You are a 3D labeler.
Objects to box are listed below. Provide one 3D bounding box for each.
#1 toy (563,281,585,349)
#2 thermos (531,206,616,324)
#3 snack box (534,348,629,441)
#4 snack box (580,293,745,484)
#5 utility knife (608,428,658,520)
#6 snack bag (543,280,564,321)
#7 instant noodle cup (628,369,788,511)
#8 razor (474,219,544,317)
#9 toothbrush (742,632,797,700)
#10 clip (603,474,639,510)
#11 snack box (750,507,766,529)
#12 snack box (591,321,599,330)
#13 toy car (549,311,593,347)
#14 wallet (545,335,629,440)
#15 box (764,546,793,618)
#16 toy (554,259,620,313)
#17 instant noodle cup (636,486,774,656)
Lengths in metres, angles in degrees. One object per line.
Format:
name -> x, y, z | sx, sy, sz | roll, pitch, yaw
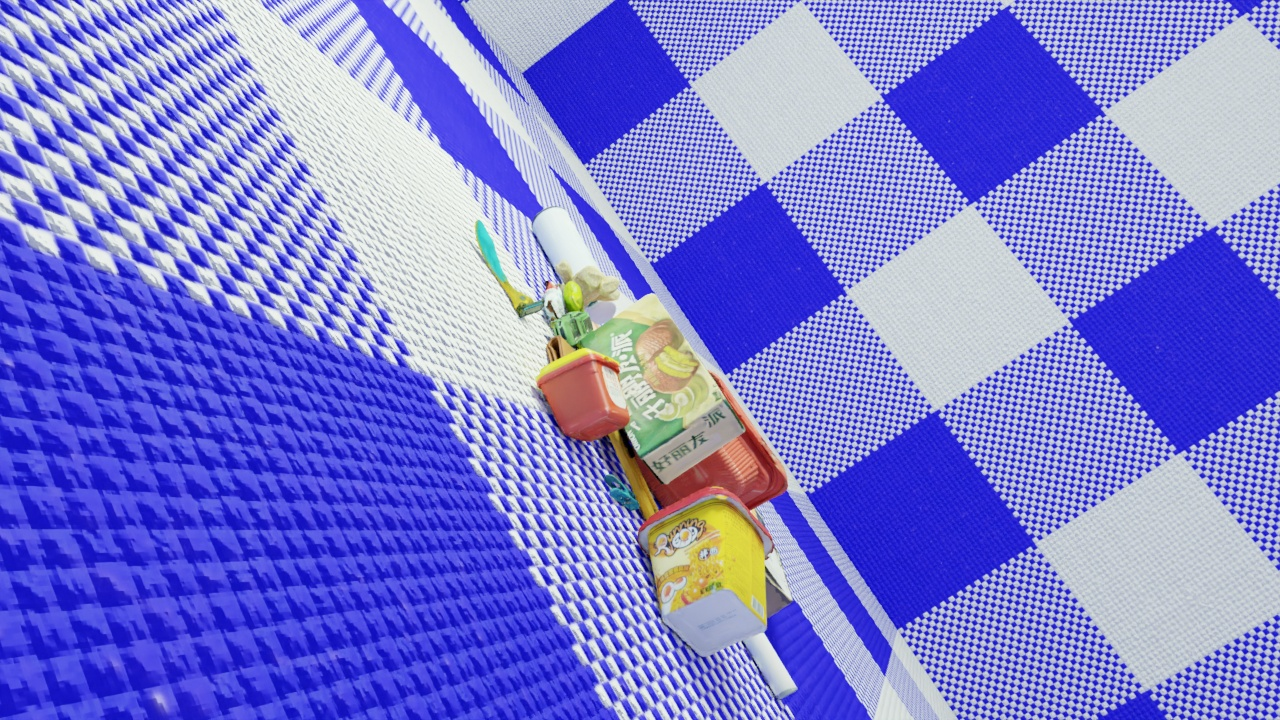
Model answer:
toy -> -0.085, -0.055, 1.267 | 0.097, 0.031, 0.100 | 81, -7, -72
thermos -> -0.105, -0.153, 1.495 | 0.224, 0.073, 0.073 | 60, 10, 32
snack box -> -0.055, 0.038, 0.968 | 0.080, 0.082, 0.091 | 68, 13, 17
snack box -> 0.020, 0.026, 1.078 | 0.063, 0.114, 0.240 | 54, 4, -40
utility knife -> -0.022, 0.093, 1.026 | 0.216, 0.015, 0.033 | 65, 14, 3
snack bag -> -0.117, -0.076, 1.247 | 0.104, 0.026, 0.048 | -105, 174, -65
instant noodle cup -> 0.067, 0.120, 1.124 | 0.189, 0.165, 0.078 | 55, 32, 4
razor -> -0.166, -0.111, 1.109 | 0.043, 0.028, 0.132 | -27, 84, -50
toothbrush -> 0.113, 0.291, 1.075 | 0.221, 0.026, 0.026 | 58, 15, 23
clip -> -0.019, 0.142, 0.974 | 0.056, 0.014, 0.041 | 45, 13, -43
snack box -> 0.134, 0.217, 1.432 | 0.182, 0.046, 0.177 | 53, 8, -8
snack box -> -0.042, 0.010, 1.336 | 0.157, 0.026, 0.084 | 57, 9, 19
toy car -> -0.088, -0.039, 1.180 | 0.091, 0.036, 0.043 | -44, 118, -69
wallet -> -0.061, 0.039, 1.096 | 0.132, 0.031, 0.107 | 49, 8, -25
box -> 0.153, 0.281, 1.244 | 0.090, 0.060, 0.184 | 53, 10, -7
toy -> -0.076, -0.104, 1.322 | 0.105, 0.066, 0.157 | 20, -12, -19
instant noodle cup -> 0.067, 0.208, 0.895 | 0.116, 0.116, 0.123 | 49, 22, -30
